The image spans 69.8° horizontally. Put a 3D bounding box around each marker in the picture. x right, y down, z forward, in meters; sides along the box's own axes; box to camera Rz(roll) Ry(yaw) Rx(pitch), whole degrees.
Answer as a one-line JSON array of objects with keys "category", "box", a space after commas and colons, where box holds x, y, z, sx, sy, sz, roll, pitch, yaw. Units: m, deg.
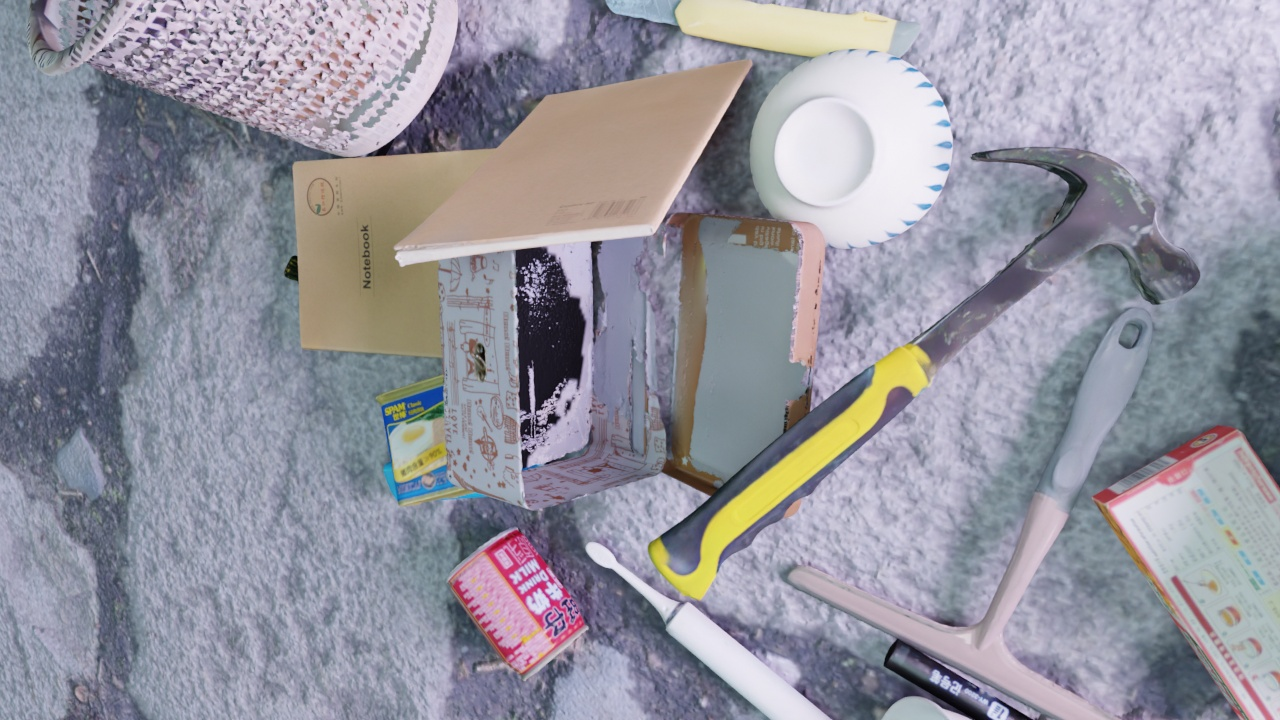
[{"category": "marker", "box": [0.213, 0.215, 0.564, 0.132, 0.020, 0.022, 29, 139, 15]}]

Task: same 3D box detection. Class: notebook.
[{"category": "notebook", "box": [-0.175, -0.076, 0.671, 0.208, 0.008, 0.148, 4, 98, 27]}, {"category": "notebook", "box": [-0.030, -0.121, 0.530, 0.150, 0.210, 0.012, -3, 126, 25]}]

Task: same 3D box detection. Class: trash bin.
[{"category": "trash bin", "box": [-0.234, -0.237, 0.583, 0.228, 0.192, 0.227, -15, 64, 34]}]

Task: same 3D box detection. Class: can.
[{"category": "can", "box": [-0.137, 0.056, 0.671, 0.102, 0.057, 0.083, -16, 80, 23]}, {"category": "can", "box": [-0.090, 0.178, 0.674, 0.067, 0.066, 0.094, -44, 79, 24]}]

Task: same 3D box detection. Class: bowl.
[{"category": "bowl", "box": [0.115, -0.120, 0.527, 0.117, 0.066, 0.116, 6, 105, 24]}, {"category": "bowl", "box": [0.196, 0.263, 0.549, 0.064, 0.118, 0.118, 5, 103, -16]}]

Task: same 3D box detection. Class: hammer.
[{"category": "hammer", "box": [0.133, 0.011, 0.495, 0.323, 0.032, 0.126, -41, 98, 7]}]

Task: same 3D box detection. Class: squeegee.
[{"category": "squeegee", "box": [0.232, 0.087, 0.526, 0.248, 0.040, 0.250, 24, 107, 21]}]

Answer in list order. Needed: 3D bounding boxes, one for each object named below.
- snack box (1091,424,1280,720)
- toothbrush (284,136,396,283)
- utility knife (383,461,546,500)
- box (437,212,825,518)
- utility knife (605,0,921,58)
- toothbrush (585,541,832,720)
[{"category": "snack box", "box": [0.317, 0.119, 0.480, 0.077, 0.027, 0.156, -33, 88, 10]}, {"category": "toothbrush", "box": [-0.221, -0.142, 0.706, 0.213, 0.027, 0.026, -51, 38, 23]}, {"category": "utility knife", "box": [-0.109, 0.088, 0.697, 0.205, 0.018, 0.034, -6, 95, 24]}, {"category": "box", "box": [-0.001, 0.003, 0.551, 0.194, 0.156, 0.183, 10, 104, 45]}, {"category": "utility knife", "box": [0.066, -0.210, 0.565, 0.207, 0.021, 0.031, 16, 104, 15]}, {"category": "toothbrush", "box": [0.048, 0.196, 0.635, 0.221, 0.026, 0.026, 37, 85, 15]}]
